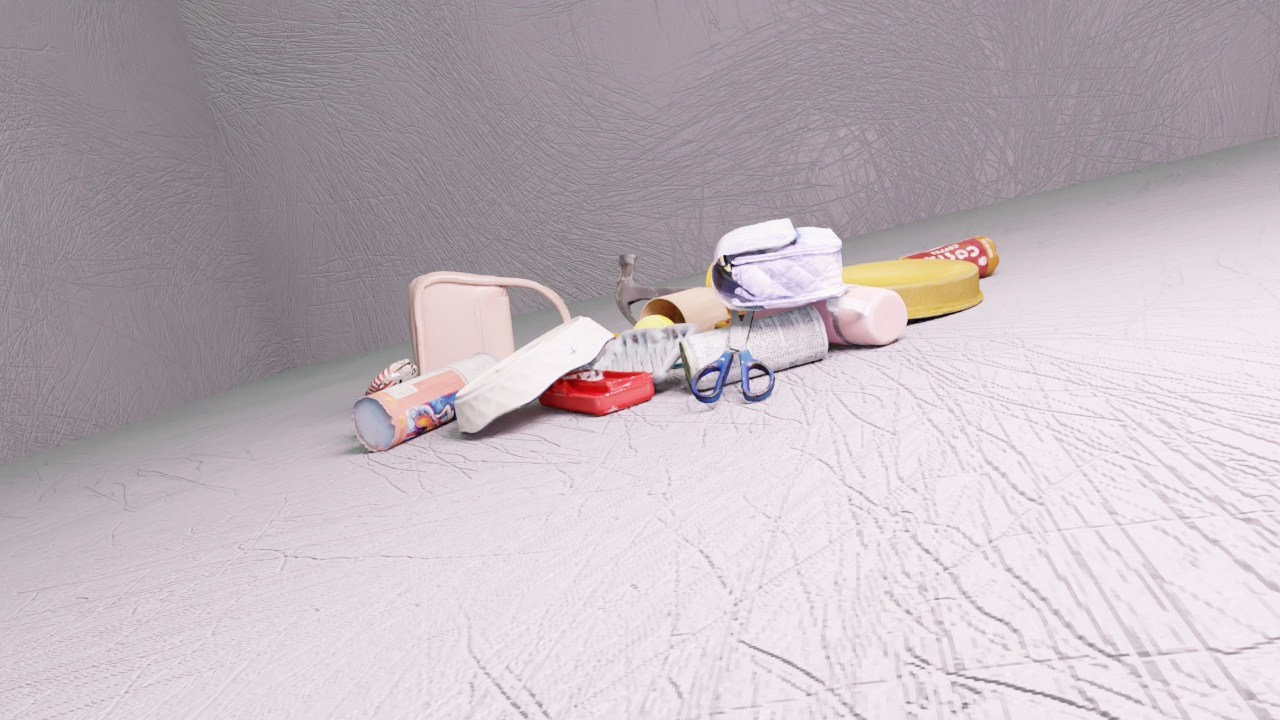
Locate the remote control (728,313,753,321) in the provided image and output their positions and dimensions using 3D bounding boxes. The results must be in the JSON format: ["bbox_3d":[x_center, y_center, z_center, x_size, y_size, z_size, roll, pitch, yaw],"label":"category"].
[{"bbox_3d":[0.189,-0.059,1.290,0.137,0.024,0.053,-8,15,28],"label":"remote control"}]

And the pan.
[{"bbox_3d":[0.247,-0.073,1.162,0.358,0.078,0.197,2,16,35],"label":"pan"}]

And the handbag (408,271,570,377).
[{"bbox_3d":[-0.213,-0.039,1.333,0.234,0.193,0.093,-7,12,-14],"label":"handbag"}]

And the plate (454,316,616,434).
[{"bbox_3d":[-0.128,0.012,1.049,0.205,0.045,0.204,-32,8,5],"label":"plate"}]

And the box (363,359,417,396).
[{"bbox_3d":[-0.331,0.052,1.199,0.068,0.052,0.165,-21,-16,-34],"label":"box"}]

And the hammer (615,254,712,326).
[{"bbox_3d":[0.118,-0.099,1.411,0.324,0.126,0.032,2,-9,14],"label":"hammer"}]

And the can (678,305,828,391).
[{"bbox_3d":[0.117,-0.013,0.951,0.146,0.058,0.058,-15,8,-3],"label":"can"}]

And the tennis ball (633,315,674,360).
[{"bbox_3d":[0.020,-0.027,1.216,0.065,0.065,0.065,-14,8,2],"label":"tennis ball"}]

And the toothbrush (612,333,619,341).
[{"bbox_3d":[0.013,-0.035,1.355,0.018,0.016,0.191,-10,-3,41],"label":"toothbrush"}]

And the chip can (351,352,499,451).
[{"bbox_3d":[-0.261,0.048,1.157,0.071,0.071,0.214,-9,9,32],"label":"chip can"}]

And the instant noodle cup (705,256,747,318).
[{"bbox_3d":[0.172,-0.123,1.480,0.118,0.118,0.114,-12,0,13],"label":"instant noodle cup"}]

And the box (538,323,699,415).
[{"bbox_3d":[-0.027,0.012,1.052,0.161,0.058,0.201,-33,14,-21],"label":"box"}]

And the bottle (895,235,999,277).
[{"bbox_3d":[0.399,-0.124,1.251,0.174,0.057,0.057,-16,8,-14],"label":"bottle"}]

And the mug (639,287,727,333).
[{"bbox_3d":[0.051,-0.046,1.299,0.103,0.084,0.125,-21,-17,-49],"label":"mug"}]

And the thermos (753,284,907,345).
[{"bbox_3d":[0.199,-0.055,1.014,0.087,0.067,0.199,16,-1,-27],"label":"thermos"}]

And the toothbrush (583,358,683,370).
[{"bbox_3d":[-0.007,0.007,1.194,0.192,0.018,0.016,-8,11,42],"label":"toothbrush"}]

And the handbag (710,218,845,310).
[{"bbox_3d":[0.143,-0.106,0.978,0.134,0.075,0.193,-7,12,7],"label":"handbag"}]

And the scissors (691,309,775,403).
[{"bbox_3d":[0.104,-0.011,0.891,0.133,0.012,0.172,17,43,37],"label":"scissors"}]

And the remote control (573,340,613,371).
[{"bbox_3d":[-0.080,-0.007,1.289,0.019,0.056,0.135,-21,10,-37],"label":"remote control"}]
